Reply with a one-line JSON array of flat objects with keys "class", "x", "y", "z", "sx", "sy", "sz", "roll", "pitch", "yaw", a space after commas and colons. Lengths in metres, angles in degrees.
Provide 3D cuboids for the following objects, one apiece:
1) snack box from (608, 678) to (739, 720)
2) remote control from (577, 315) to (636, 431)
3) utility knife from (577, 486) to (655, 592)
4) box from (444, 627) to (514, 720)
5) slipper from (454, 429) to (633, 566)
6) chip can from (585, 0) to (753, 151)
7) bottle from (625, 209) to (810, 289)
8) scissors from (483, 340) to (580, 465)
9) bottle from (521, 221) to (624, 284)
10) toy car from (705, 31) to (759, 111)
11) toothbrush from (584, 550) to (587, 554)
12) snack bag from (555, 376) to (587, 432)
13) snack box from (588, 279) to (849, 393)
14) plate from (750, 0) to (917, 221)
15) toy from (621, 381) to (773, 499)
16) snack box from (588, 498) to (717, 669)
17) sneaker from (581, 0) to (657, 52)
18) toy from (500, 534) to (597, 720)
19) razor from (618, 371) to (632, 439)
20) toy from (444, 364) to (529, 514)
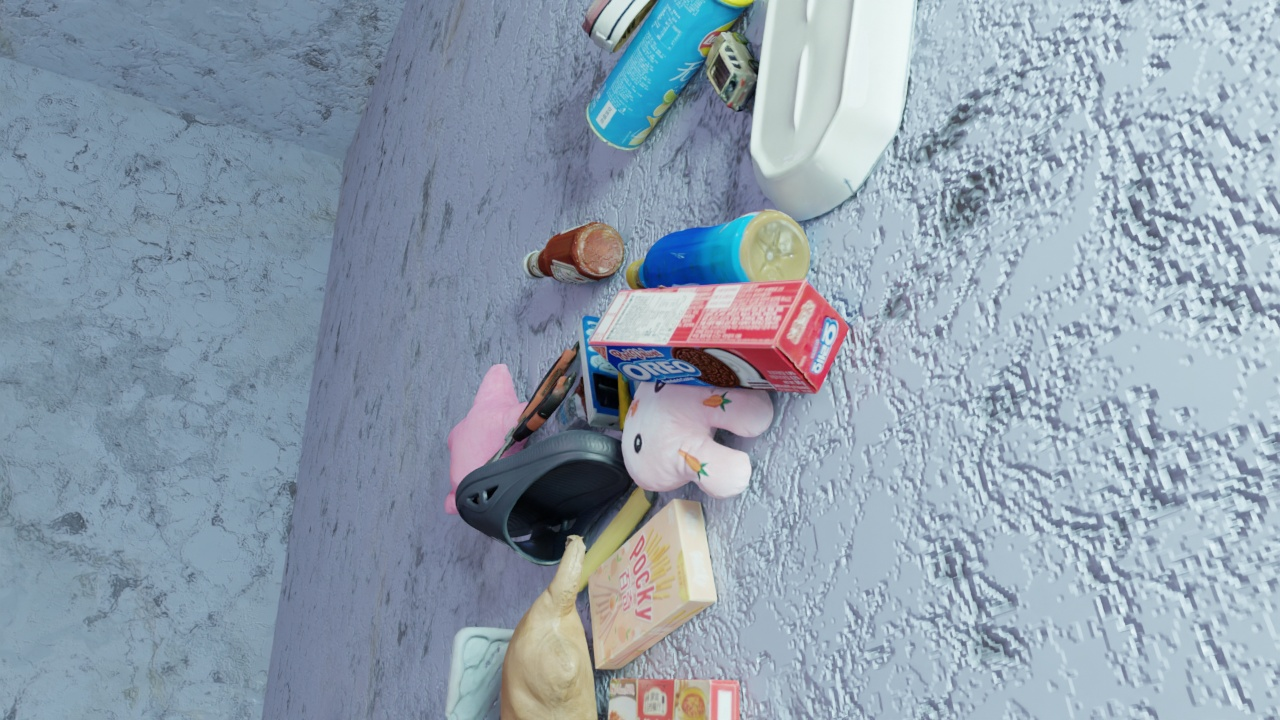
[{"class": "snack box", "x": 0.020, "y": 0.273, "z": 0.673, "sx": 0.153, "sy": 0.025, "sz": 0.075, "roll": -30, "pitch": 52, "yaw": 56}, {"class": "remote control", "x": -0.032, "y": 0.012, "z": 0.873, "sx": 0.024, "sy": 0.049, "sz": 0.124, "roll": -55, "pitch": 33, "yaw": 41}, {"class": "utility knife", "x": -0.033, "y": 0.166, "z": 0.829, "sx": 0.179, "sy": 0.019, "sz": 0.031, "roll": -50, "pitch": 34, "yaw": 27}, {"class": "box", "x": -0.123, "y": 0.348, "z": 0.841, "sx": 0.095, "sy": 0.100, "sz": 0.200, "roll": -30, "pitch": 52, "yaw": 56}, {"class": "slipper", "x": -0.100, "y": 0.142, "z": 0.868, "sx": 0.269, "sy": 0.110, "sz": 0.083, "roll": -33, "pitch": 40, "yaw": 48}, {"class": "chip can", "x": 0.024, "y": -0.293, "z": 0.880, "sx": 0.211, "sy": 0.071, "sz": 0.071, "roll": -43, "pitch": 42, "yaw": 50}, {"class": "bottle", "x": 0.047, "y": -0.076, "z": 0.736, "sx": 0.219, "sy": 0.065, "sz": 0.065, "roll": 2, "pitch": 80, "yaw": 63}, {"class": "scissors", "x": -0.122, "y": 0.067, "z": 0.964, "sx": 0.224, "sy": 0.015, "sz": 0.189, "roll": -56, "pitch": 11, "yaw": -10}, {"class": "bottle", "x": -0.084, "y": -0.114, "z": 1.025, "sx": 0.206, "sy": 0.059, "sz": 0.059, "roll": 1, "pitch": 79, "yaw": 64}, {"class": "toy car", "x": 0.077, "y": -0.254, "z": 0.797, "sx": 0.042, "sy": 0.035, "sz": 0.090, "roll": -56, "pitch": 31, "yaw": 34}, {"class": "toothbrush", "x": -0.065, "y": 0.189, "z": 0.901, "sx": 0.189, "sy": 0.016, "sz": 0.014, "roll": -5, "pitch": 81, "yaw": 60}, {"class": "snack bag", "x": -0.065, "y": 0.052, "z": 0.917, "sx": 0.105, "sy": 0.026, "sz": 0.045, "roll": 131, "pitch": 129, "yaw": -63}, {"class": "snack box", "x": 0.048, "y": -0.018, "z": 0.664, "sx": 0.208, "sy": 0.057, "sz": 0.058, "roll": 3, "pitch": 58, "yaw": 52}, {"class": "plate", "x": 0.133, "y": -0.236, "z": 0.676, "sx": 0.162, "sy": 0.034, "sz": 0.265, "roll": -8, "pitch": 71, "yaw": 62}, {"class": "toy", "x": 0.039, "y": 0.049, "z": 0.713, "sx": 0.160, "sy": 0.054, "sz": 0.121, "roll": 11, "pitch": 79, "yaw": 57}, {"class": "snack box", "x": 0.005, "y": 0.184, "z": 0.744, "sx": 0.158, "sy": 0.026, "sz": 0.084, "roll": -50, "pitch": 37, "yaw": 43}, {"class": "sneaker", "x": 0.015, "y": -0.405, "z": 0.852, "sx": 0.241, "sy": 0.088, "sz": 0.118, "roll": -51, "pitch": 6, "yaw": 3}, {"class": "toy", "x": -0.075, "y": 0.262, "z": 0.765, "sx": 0.144, "sy": 0.082, "sz": 0.225, "roll": -20, "pitch": 71, "yaw": 58}, {"class": "razor", "x": -0.005, "y": 0.005, "z": 0.790, "sx": 0.043, "sy": 0.028, "sz": 0.133, "roll": -59, "pitch": -23, "yaw": -62}, {"class": "toy", "x": -0.187, "y": 0.098, "z": 1.105, "sx": 0.179, "sy": 0.074, "sz": 0.194, "roll": 11, "pitch": 84, "yaw": 52}]
